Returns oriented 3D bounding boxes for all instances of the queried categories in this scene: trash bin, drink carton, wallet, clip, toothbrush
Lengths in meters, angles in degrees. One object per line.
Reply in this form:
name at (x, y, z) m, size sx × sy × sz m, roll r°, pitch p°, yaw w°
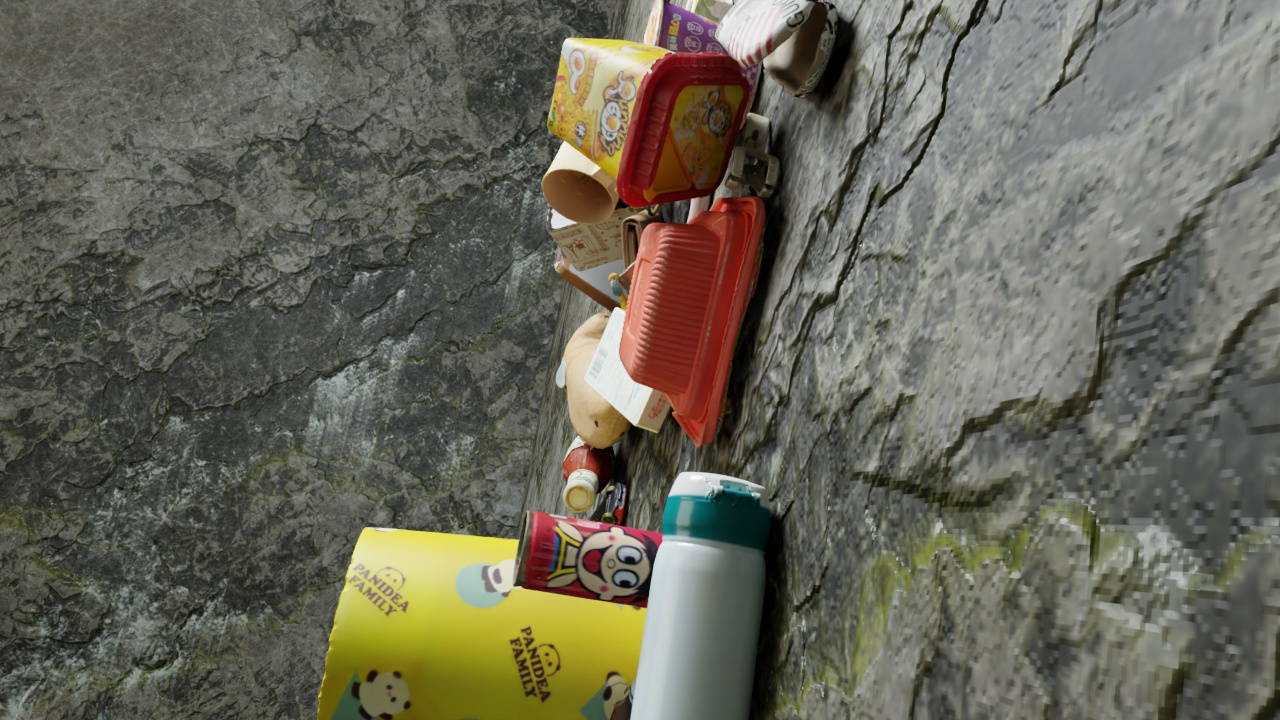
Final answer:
trash bin at (-0.128, 0.254, 0.790) m, size 0.230 × 0.255 × 0.229 m, roll -169°, pitch 91°, yaw -81°
drink carton at (0.062, -0.349, 1.015) m, size 0.053 × 0.045 × 0.123 m, roll -88°, pitch 13°, yaw -49°
wallet at (0.005, -0.114, 0.980) m, size 0.115 × 0.033 × 0.090 m, roll -54°, pitch -39°, yaw -72°
clip at (0.082, -0.146, 0.695) m, size 0.097 × 0.034 × 0.062 m, roll -85°, pitch 9°, yaw -62°
toothbrush at (-0.013, -0.049, 1.016) m, size 0.191 × 0.016 × 0.018 m, roll 67°, pitch -164°, yaw -67°

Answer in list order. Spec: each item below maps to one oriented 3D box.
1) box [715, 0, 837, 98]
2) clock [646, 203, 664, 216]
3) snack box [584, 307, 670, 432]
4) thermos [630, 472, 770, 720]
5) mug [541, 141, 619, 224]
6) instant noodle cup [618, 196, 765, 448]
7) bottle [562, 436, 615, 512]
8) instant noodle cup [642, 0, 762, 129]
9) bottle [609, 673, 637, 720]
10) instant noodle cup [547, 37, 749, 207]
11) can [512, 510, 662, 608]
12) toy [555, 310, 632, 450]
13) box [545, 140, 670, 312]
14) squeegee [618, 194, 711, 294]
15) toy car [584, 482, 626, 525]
box at (0.085, -0.234, 0.629) m, size 0.163 × 0.081 × 0.075 m, roll -91°, pitch 20°, yaw -63°
clock at (0.027, -0.227, 0.945) m, size 0.117 × 0.060 × 0.158 m, roll 32°, pitch -106°, yaw -81°
snack box at (-0.005, 0.005, 0.887) m, size 0.085 × 0.027 × 0.157 m, roll -66°, pitch 26°, yaw 5°
thermos at (0.030, 0.174, 0.513) m, size 0.073 × 0.073 × 0.224 m, roll 133°, pitch 147°, yaw -73°
mug at (-0.041, -0.222, 1.001) m, size 0.125 × 0.084 × 0.103 m, roll -27°, pitch 36°, yaw 50°
instant noodle cup at (0.034, -0.039, 0.713) m, size 0.164 × 0.079 × 0.189 m, roll -130°, pitch 50°, yaw -79°
bottle at (-0.063, 0.131, 1.065) m, size 0.206 × 0.060 × 0.060 m, roll -79°, pitch 2°, yaw -82°
instant noodle cup at (0.049, -0.252, 0.808) m, size 0.111 × 0.099 × 0.111 m, roll -170°, pitch 92°, yaw -83°
bottle at (0.002, 0.268, 0.644) m, size 0.080 × 0.044 × 0.195 m, roll -123°, pitch 46°, yaw -65°
instant noodle cup at (0.001, -0.193, 0.712) m, size 0.124 × 0.115 × 0.116 m, roll 35°, pitch 124°, yaw 30°
can at (-0.019, 0.142, 0.642) m, size 0.053 × 0.132 × 0.053 m, roll -170°, pitch 91°, yaw -81°
toy at (-0.036, 0.035, 1.039) m, size 0.226 × 0.082 × 0.143 m, roll -129°, pitch 44°, yaw -63°
box at (-0.021, -0.169, 1.157) m, size 0.192 × 0.157 × 0.182 m, roll 51°, pitch -147°, yaw -44°
squeegee at (0.050, -0.164, 0.885) m, size 0.247 × 0.040 × 0.249 m, roll 40°, pitch -113°, yaw -79°
toy car at (-0.040, 0.182, 1.034) m, size 0.107 × 0.031 × 0.049 m, roll -58°, pitch 15°, yaw 35°
